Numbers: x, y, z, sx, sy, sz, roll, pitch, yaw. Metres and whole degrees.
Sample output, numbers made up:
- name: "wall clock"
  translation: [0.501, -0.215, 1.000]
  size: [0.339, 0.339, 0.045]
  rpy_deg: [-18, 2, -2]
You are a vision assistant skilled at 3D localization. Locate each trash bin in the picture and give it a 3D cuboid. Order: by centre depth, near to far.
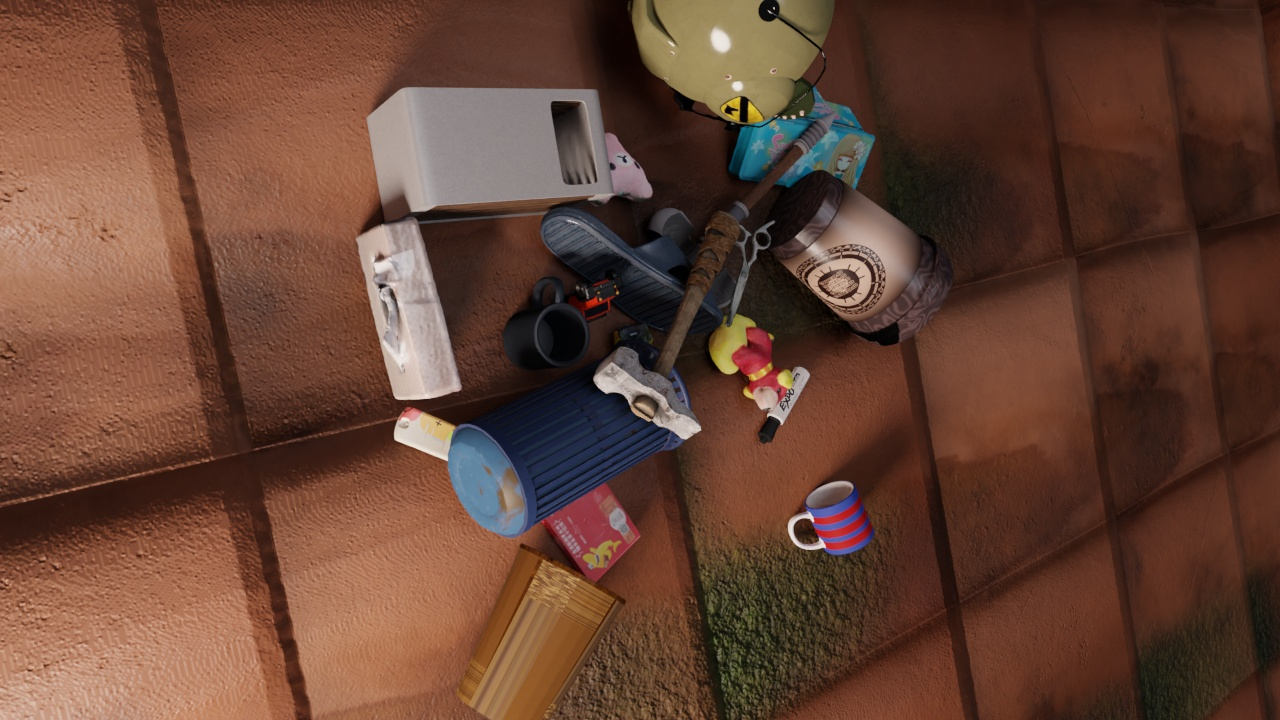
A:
- name: "trash bin"
  translation: [-0.159, -0.220, 0.992]
  size: [0.228, 0.115, 0.114]
  rpy_deg: [-11, 93, -35]
- name: "trash bin"
  translation: [-0.078, 0.084, 0.999]
  size: [0.248, 0.140, 0.139]
  rpy_deg: [-27, 102, -38]

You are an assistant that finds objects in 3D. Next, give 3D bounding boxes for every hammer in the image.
- name: "hammer"
  translation: [0.055, -0.058, 1.037]
  size: [0.121, 0.049, 0.317]
  rpy_deg: [35, 52, -13]
- name: "hammer"
  translation: [0.157, -0.225, 1.211]
  size: [0.321, 0.043, 0.156]
  rpy_deg: [-46, 112, -13]

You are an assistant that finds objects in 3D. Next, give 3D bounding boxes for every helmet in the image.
- name: "helmet"
  translation: [0.102, -0.410, 1.085]
  size: [0.232, 0.256, 0.250]
  rpy_deg: [20, 74, -35]

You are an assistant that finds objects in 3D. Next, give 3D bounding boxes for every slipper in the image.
- name: "slipper"
  translation: [-0.006, -0.120, 1.111]
  size: [0.263, 0.101, 0.082]
  rpy_deg: [33, 53, -29]

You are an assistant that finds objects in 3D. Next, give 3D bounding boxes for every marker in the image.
- name: "marker"
  translation: [0.198, 0.063, 1.275]
  size: [0.025, 0.025, 0.125]
  rpy_deg: [45, 64, -24]

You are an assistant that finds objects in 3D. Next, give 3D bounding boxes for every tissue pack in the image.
- name: "tissue pack"
  translation: [-0.244, -0.049, 0.931]
  size: [0.071, 0.104, 0.181]
  rpy_deg: [-13, 95, -32]

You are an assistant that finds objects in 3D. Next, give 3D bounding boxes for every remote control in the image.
- name: "remote control"
  translation: [-0.207, 0.090, 0.999]
  size: [0.125, 0.018, 0.038]
  rpy_deg: [27, 72, -28]

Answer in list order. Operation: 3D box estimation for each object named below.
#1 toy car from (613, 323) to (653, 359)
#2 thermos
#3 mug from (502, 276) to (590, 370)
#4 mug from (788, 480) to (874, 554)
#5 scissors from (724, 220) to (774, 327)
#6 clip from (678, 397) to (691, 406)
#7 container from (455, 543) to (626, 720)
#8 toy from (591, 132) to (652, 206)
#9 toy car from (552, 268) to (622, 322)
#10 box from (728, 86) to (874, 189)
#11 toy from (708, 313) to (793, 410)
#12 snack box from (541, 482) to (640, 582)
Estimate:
- name: "toy car"
  translation: [-0.007, 0.007, 1.133]
  size: [0.047, 0.033, 0.105]
  rpy_deg: [-17, 101, -36]
- name: "thermos"
  translation: [0.295, -0.146, 1.277]
  size: [0.226, 0.173, 0.172]
  rpy_deg: [33, 69, -22]
- name: "mug"
  translation: [-0.106, -0.043, 1.040]
  size: [0.071, 0.078, 0.105]
  rpy_deg: [6, 84, -34]
- name: "mug"
  translation: [0.263, 0.229, 1.288]
  size: [0.112, 0.075, 0.076]
  rpy_deg: [-27, 103, -6]
- name: "scissors"
  translation: [0.140, -0.112, 1.163]
  size: [0.090, 0.014, 0.171]
  rpy_deg: [4, 73, -23]
- name: "clip"
  translation: [0.044, 0.066, 1.177]
  size: [0.053, 0.013, 0.037]
  rpy_deg: [-14, 94, -32]
- name: "container"
  translation: [-0.113, 0.304, 0.990]
  size: [0.132, 0.132, 0.167]
  rpy_deg: [37, 73, -27]
- name: "toy"
  translation: [-0.036, -0.235, 1.118]
  size: [0.098, 0.053, 0.096]
  rpy_deg: [-12, 81, -38]
- name: "toy car"
  translation: [-0.059, -0.070, 1.060]
  size: [0.051, 0.100, 0.049]
  rpy_deg: [-24, 94, -31]
- name: "box"
  translation: [0.228, -0.327, 1.292]
  size: [0.226, 0.084, 0.172]
  rpy_deg: [0, 88, -34]
- name: "toy"
  translation: [0.150, -0.003, 1.230]
  size: [0.105, 0.067, 0.137]
  rpy_deg: [-42, 97, -32]
- name: "snack box"
  translation: [-0.066, 0.186, 1.087]
  size: [0.089, 0.021, 0.133]
  rpy_deg: [-42, 110, -29]
